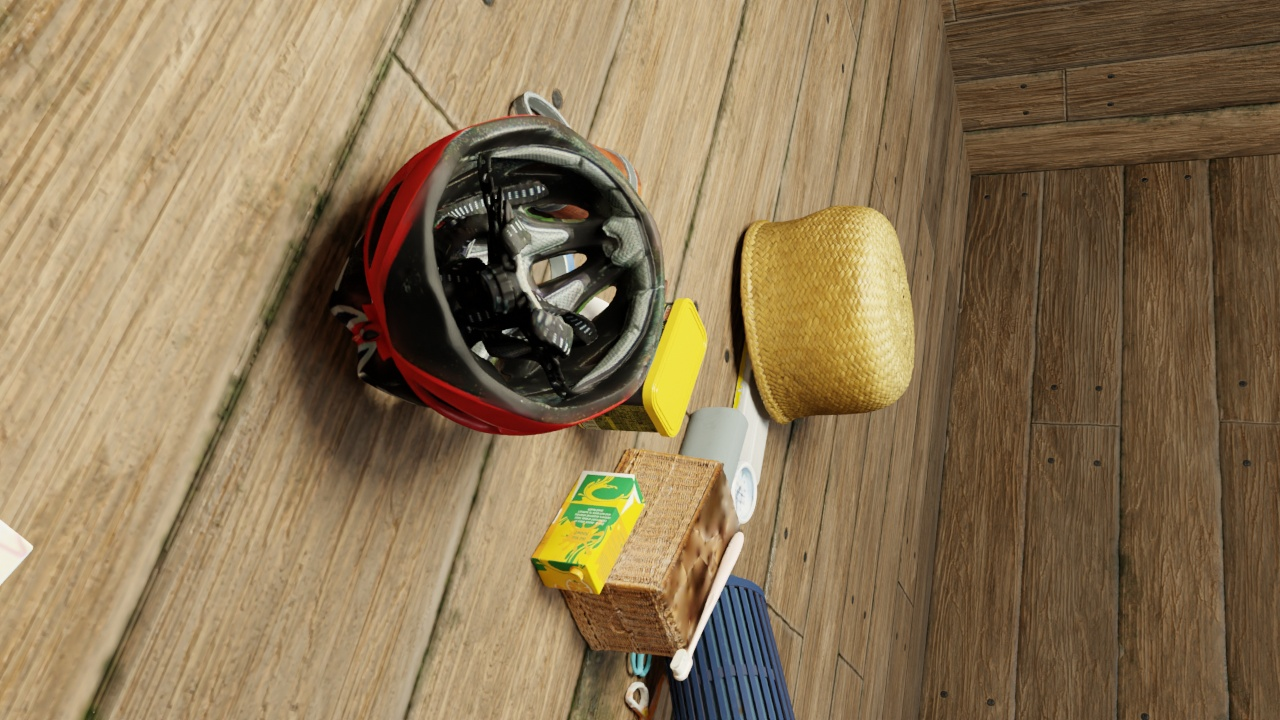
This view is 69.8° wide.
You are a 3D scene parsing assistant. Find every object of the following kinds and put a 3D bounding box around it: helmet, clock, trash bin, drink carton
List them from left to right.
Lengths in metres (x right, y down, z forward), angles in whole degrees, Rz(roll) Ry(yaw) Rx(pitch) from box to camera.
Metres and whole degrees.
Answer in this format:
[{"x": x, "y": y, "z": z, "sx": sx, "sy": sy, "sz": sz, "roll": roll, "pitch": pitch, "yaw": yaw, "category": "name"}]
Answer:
[{"x": -0.086, "y": -0.058, "z": 0.658, "sx": 0.271, "sy": 0.167, "sz": 0.217, "roll": -27, "pitch": 101, "yaw": -50, "category": "helmet"}, {"x": -0.048, "y": 0.162, "z": 0.866, "sx": 0.122, "sy": 0.058, "sz": 0.041, "roll": -58, "pitch": 140, "yaw": -45, "category": "drink carton"}, {"x": 0.107, "y": 0.163, "z": 1.184, "sx": 0.125, "sy": 0.052, "sz": 0.088, "roll": 49, "pitch": 49, "yaw": -49, "category": "clock"}, {"x": 0.096, "y": 0.362, "z": 0.985, "sx": 0.249, "sy": 0.139, "sz": 0.139, "roll": -100, "pitch": 168, "yaw": -47, "category": "trash bin"}]

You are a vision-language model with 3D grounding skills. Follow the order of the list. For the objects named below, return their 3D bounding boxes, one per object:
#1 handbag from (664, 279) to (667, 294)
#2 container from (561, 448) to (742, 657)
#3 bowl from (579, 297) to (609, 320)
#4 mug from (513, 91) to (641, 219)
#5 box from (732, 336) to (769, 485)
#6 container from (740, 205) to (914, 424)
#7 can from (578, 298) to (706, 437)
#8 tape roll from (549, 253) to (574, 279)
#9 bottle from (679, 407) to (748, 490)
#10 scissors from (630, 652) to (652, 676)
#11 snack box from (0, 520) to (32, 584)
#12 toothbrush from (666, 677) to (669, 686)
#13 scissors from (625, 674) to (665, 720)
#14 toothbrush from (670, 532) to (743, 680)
[{"x": 0.008, "y": -0.061, "z": 1.012, "sx": 0.119, "sy": 0.029, "sz": 0.055, "roll": -59, "pitch": 139, "yaw": -53, "category": "handbag"}, {"x": 0.016, "y": 0.194, "z": 0.935, "sx": 0.197, "sy": 0.113, "sz": 0.114, "roll": -58, "pitch": 140, "yaw": -43, "category": "container"}, {"x": -0.063, "y": -0.012, "z": 0.811, "sx": 0.104, "sy": 0.054, "sz": 0.105, "roll": -34, "pitch": 148, "yaw": -25, "category": "bowl"}, {"x": -0.066, "y": -0.176, "z": 0.815, "sx": 0.111, "sy": 0.082, "sz": 0.117, "roll": 14, "pitch": 54, "yaw": -59, "category": "mug"}, {"x": 0.164, "y": 0.068, "z": 1.324, "sx": 0.127, "sy": 0.023, "sz": 0.209, "roll": 45, "pitch": 51, "yaw": -53, "category": "box"}, {"x": 0.278, "y": -0.065, "z": 1.322, "sx": 0.306, "sy": 0.197, "sz": 0.307, "roll": -4, "pitch": 90, "yaw": -65, "category": "container"}, {"x": -0.005, "y": 0.005, "z": 0.898, "sx": 0.072, "sy": 0.101, "sz": 0.130, "roll": 61, "pitch": 40, "yaw": -44, "category": "can"}, {"x": -0.089, "y": -0.079, "z": 0.824, "sx": 0.093, "sy": 0.016, "sz": 0.091, "roll": 57, "pitch": 43, "yaw": -48, "category": "tape roll"}, {"x": 0.077, "y": 0.133, "z": 1.095, "sx": 0.046, "sy": 0.072, "sz": 0.160, "roll": 54, "pitch": 44, "yaw": -41, "category": "bottle"}, {"x": 0.003, "y": 0.284, "z": 1.028, "sx": 0.056, "sy": 0.015, "sz": 0.136, "roll": 25, "pitch": 63, "yaw": -63, "category": "scissors"}, {"x": -0.307, "y": 0.075, "z": 0.332, "sx": 0.092, "sy": 0.080, "sz": 0.095, "roll": -64, "pitch": 143, "yaw": -40, "category": "snack box"}, {"x": 0.073, "y": 0.347, "z": 1.148, "sx": 0.031, "sy": 0.031, "sz": 0.196, "roll": -51, "pitch": 175, "yaw": 28, "category": "toothbrush"}, {"x": 0.006, "y": 0.409, "z": 1.033, "sx": 0.125, "sy": 0.011, "sz": 0.128, "roll": -65, "pitch": 145, "yaw": -39, "category": "scissors"}, {"x": 0.068, "y": 0.233, "z": 0.897, "sx": 0.180, "sy": 0.016, "sz": 0.018, "roll": -56, "pitch": 133, "yaw": -44, "category": "toothbrush"}]
